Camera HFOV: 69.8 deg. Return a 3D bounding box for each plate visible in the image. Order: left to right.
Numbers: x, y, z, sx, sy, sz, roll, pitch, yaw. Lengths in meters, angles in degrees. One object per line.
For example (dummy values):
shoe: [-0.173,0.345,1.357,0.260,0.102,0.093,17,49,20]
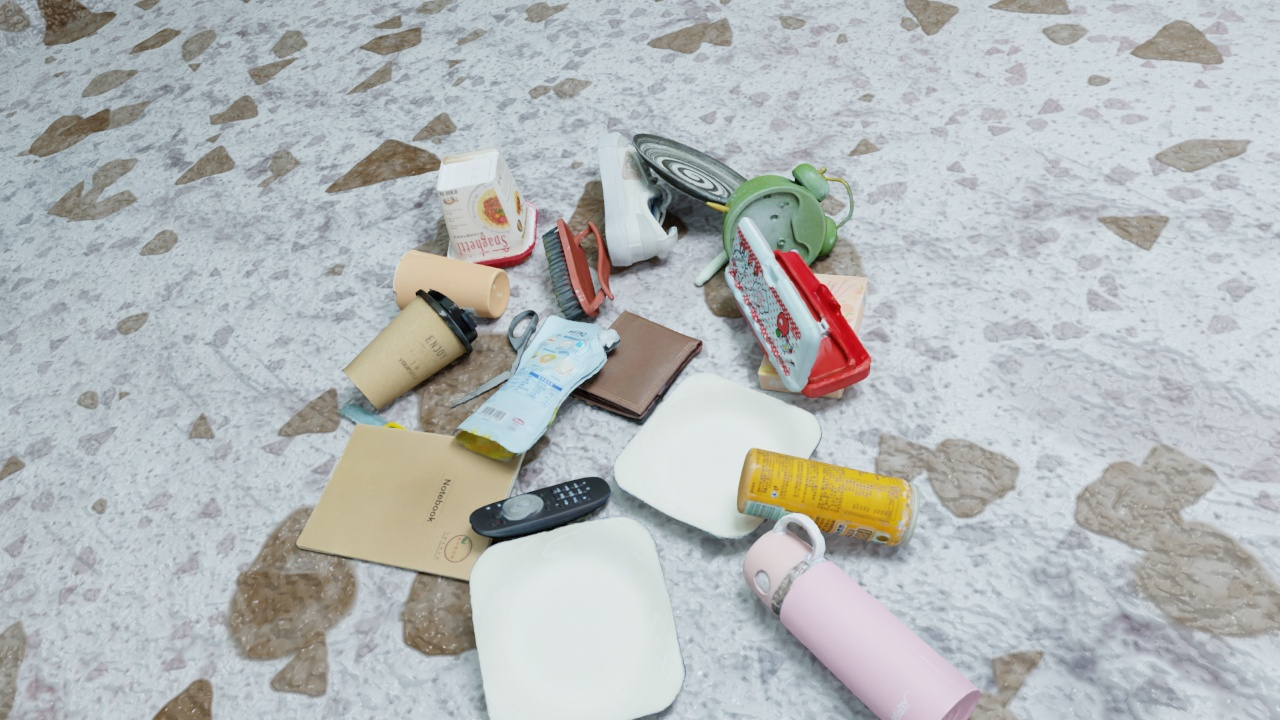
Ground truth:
plate: [-0.054,0.220,0.760,0.163,0.034,0.164,-13,68,0]
plate: [0.068,-0.228,1.136,0.179,0.024,0.179,21,26,-11]
plate: [0.075,0.093,0.873,0.164,0.034,0.163,23,57,32]

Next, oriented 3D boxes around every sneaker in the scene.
sneaker: [-0.001,-0.214,1.151,0.091,0.090,0.241,-10,46,4]

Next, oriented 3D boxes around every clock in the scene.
clock: [0.163,-0.158,1.035,0.161,0.116,0.056,-17,35,3]

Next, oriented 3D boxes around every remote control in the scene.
remote control: [-0.093,0.143,0.870,0.136,0.024,0.053,-14,29,-16]

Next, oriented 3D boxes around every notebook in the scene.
notebook: [-0.230,0.136,0.922,0.208,0.008,0.147,5,57,21]

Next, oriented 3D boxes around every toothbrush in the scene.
toothbrush: [0.124,-0.151,1.106,0.020,0.029,0.189,45,65,-3]

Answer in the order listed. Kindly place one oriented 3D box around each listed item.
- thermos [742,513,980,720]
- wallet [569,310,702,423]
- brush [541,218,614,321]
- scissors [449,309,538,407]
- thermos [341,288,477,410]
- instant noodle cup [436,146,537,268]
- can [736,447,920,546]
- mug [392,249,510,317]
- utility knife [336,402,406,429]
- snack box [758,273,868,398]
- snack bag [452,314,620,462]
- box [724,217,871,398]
thermos: [0.166,0.202,0.710,0.067,0.087,0.198,-5,34,-40]
wallet: [-0.006,0.006,0.985,0.101,0.032,0.124,22,57,28]
brush: [-0.069,-0.107,1.085,0.069,0.063,0.145,-26,45,10]
scissors: [-0.132,0.007,1.032,0.159,0.014,0.180,-8,48,11]
thermos: [-0.259,-0.012,1.035,0.143,0.093,0.093,-42,50,-14]
instant noodle cup: [-0.199,-0.192,1.160,0.116,0.124,0.116,-9,46,7]
can: [0.158,0.117,0.783,0.146,0.058,0.058,12,49,2]
mug: [-0.225,-0.087,1.106,0.123,0.078,0.078,9,50,17]
utility knife: [-0.254,0.089,0.982,0.223,0.015,0.033,24,58,32]
snack box: [0.184,-0.030,0.967,0.084,0.026,0.156,7,49,21]
snack bag: [-0.105,0.022,0.952,0.110,0.039,0.190,4,44,42]
box: [0.148,-0.063,0.918,0.095,0.101,0.201,-21,45,-2]
